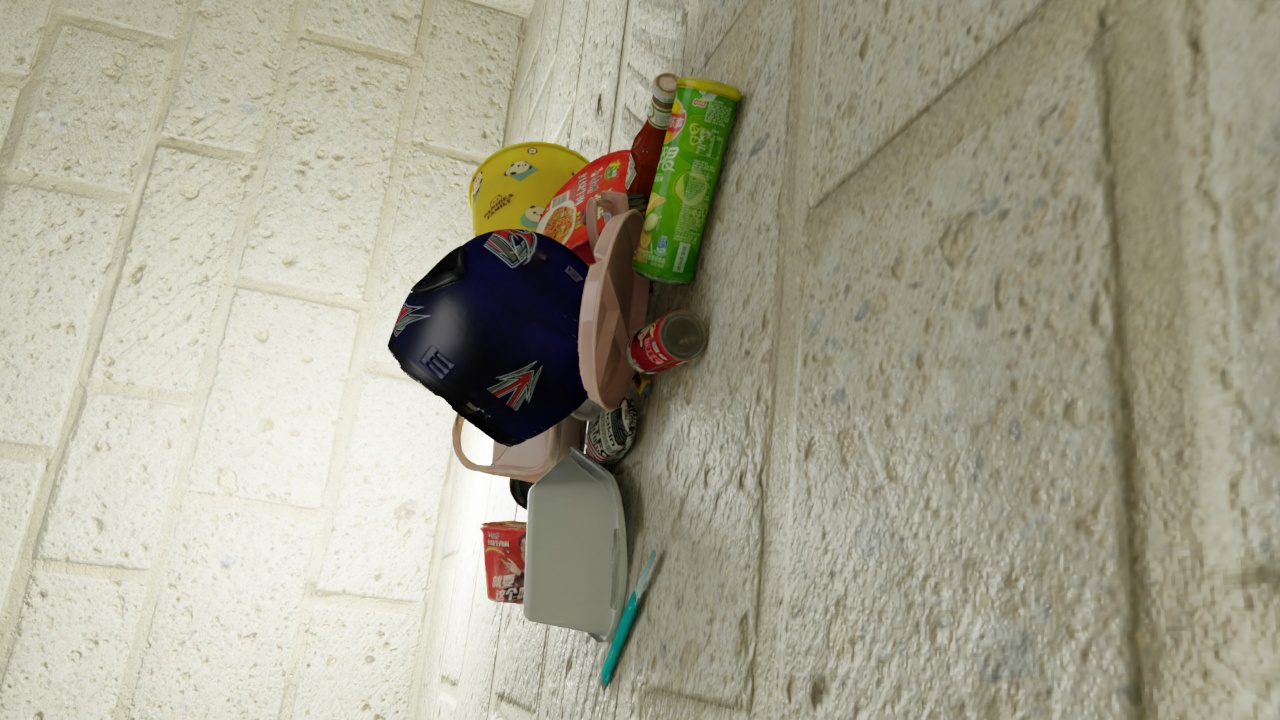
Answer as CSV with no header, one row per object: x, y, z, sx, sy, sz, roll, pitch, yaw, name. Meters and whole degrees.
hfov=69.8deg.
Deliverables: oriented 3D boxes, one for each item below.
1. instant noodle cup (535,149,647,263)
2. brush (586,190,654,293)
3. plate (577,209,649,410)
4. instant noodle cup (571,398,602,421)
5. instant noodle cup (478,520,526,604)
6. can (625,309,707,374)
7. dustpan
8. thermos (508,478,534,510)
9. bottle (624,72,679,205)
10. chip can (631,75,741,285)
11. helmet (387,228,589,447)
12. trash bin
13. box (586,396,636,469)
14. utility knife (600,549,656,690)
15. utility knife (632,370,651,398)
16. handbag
-0.057,-0.204,1.282,0.194,0.066,0.193,-27,39,24,instant noodle cup
-0.026,-0.140,1.158,0.063,0.073,0.146,26,128,59,brush
-0.029,-0.058,1.045,0.229,0.028,0.229,9,-91,-77,plate
-0.073,0.021,1.260,0.109,0.099,0.099,-108,32,-44,instant noodle cup
-0.166,0.291,1.329,0.138,0.137,0.108,164,108,-72,instant noodle cup
0.025,-0.018,1.001,0.133,0.053,0.053,157,123,-71,can
-0.059,0.234,1.150,0.257,0.143,0.222,-2,-85,-78,dustpan
-0.163,0.184,1.468,0.143,0.093,0.093,-129,52,-79,thermos
0.019,-0.261,1.102,0.206,0.060,0.059,104,171,-64,bottle
0.048,-0.193,1.006,0.072,0.072,0.221,-132,55,-71,chip can
-0.167,-0.046,1.155,0.240,0.247,0.316,-52,28,-5,helmet
-0.161,-0.174,1.442,0.230,0.229,0.254,117,156,-44,trash bin
-0.041,0.095,1.166,0.068,0.051,0.165,70,154,18,box
-0.013,0.285,1.003,0.029,0.013,0.219,-99,23,-55,utility knife
-0.007,0.007,1.164,0.171,0.015,0.033,-117,38,-65,utility knife
-0.196,0.095,1.400,0.235,0.093,0.193,-9,65,27,handbag
